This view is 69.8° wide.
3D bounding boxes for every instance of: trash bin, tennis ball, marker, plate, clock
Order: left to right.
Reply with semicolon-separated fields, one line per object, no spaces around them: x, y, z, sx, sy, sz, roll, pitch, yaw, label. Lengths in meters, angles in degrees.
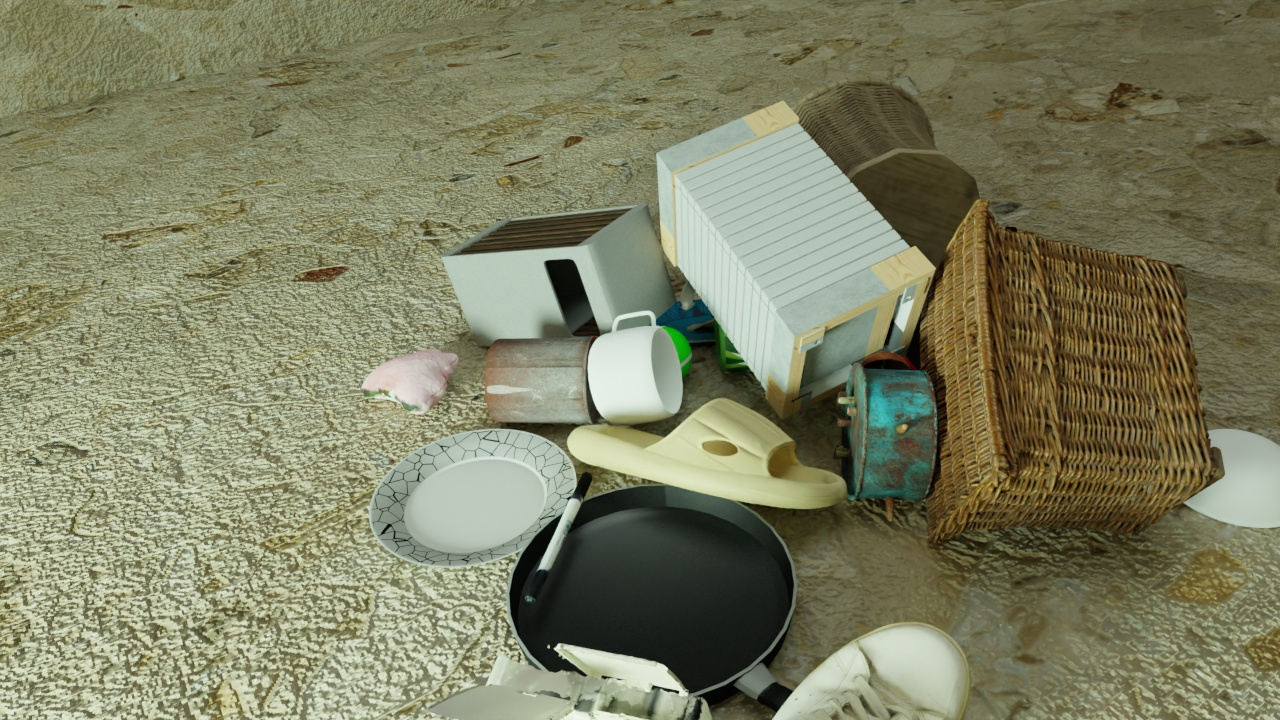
-0.152;0.127;0.846;0.188;0.016;0.188;-4;33;2;plate
-0.093;-0.093;1.033;0.229;0.114;0.114;2;30;39;trash bin
-0.065;0.142;0.759;0.011;0.011;0.151;5;34;15;marker
0.022;-0.004;0.977;0.065;0.065;0.065;-4;33;2;tennis ball
0.139;-0.100;0.894;0.142;0.143;0.246;-25;59;-12;trash bin
0.209;0.055;0.814;0.073;0.121;0.157;3;27;5;clock

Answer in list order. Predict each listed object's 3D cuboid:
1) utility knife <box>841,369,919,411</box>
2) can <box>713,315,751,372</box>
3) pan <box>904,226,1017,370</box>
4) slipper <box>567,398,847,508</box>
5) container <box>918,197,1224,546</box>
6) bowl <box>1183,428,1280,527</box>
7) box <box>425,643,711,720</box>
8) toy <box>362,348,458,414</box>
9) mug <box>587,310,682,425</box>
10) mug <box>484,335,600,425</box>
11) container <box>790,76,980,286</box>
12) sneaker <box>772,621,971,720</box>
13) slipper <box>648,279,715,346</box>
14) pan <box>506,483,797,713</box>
0.249;0.027;0.886;0.118;0.015;0.022;-33;65;27;utility knife
0.154;-0.033;0.986;0.144;0.083;0.083;-5;33;1;can
0.392;-0.042;0.981;0.209;0.067;0.355;7;35;18;pan
0.053;0.072;0.814;0.262;0.079;0.111;8;6;27;slipper
0.342;0.019;0.753;0.183;0.162;0.249;6;61;2;container
0.512;0.090;0.785;0.110;0.041;0.109;-4;33;2;bowl
-0.035;0.218;0.552;0.145;0.186;0.065;4;61;19;box
-0.244;0.019;0.995;0.102;0.050;0.093;15;41;33;toy
-0.005;0.005;0.907;0.068;0.094;0.115;-10;67;21;mug
-0.094;0.019;0.951;0.110;0.096;0.123;5;3;9;mug
0.274;-0.193;1.085;0.227;0.227;0.196;-7;34;-3;container
0.096;0.231;0.521;0.241;0.102;0.089;-42;52;-18;sneaker
0.101;-0.068;1.072;0.295;0.060;0.118;-8;36;-4;slipper
0.048;0.207;0.678;0.224;0.034;0.356;-26;38;-29;pan
